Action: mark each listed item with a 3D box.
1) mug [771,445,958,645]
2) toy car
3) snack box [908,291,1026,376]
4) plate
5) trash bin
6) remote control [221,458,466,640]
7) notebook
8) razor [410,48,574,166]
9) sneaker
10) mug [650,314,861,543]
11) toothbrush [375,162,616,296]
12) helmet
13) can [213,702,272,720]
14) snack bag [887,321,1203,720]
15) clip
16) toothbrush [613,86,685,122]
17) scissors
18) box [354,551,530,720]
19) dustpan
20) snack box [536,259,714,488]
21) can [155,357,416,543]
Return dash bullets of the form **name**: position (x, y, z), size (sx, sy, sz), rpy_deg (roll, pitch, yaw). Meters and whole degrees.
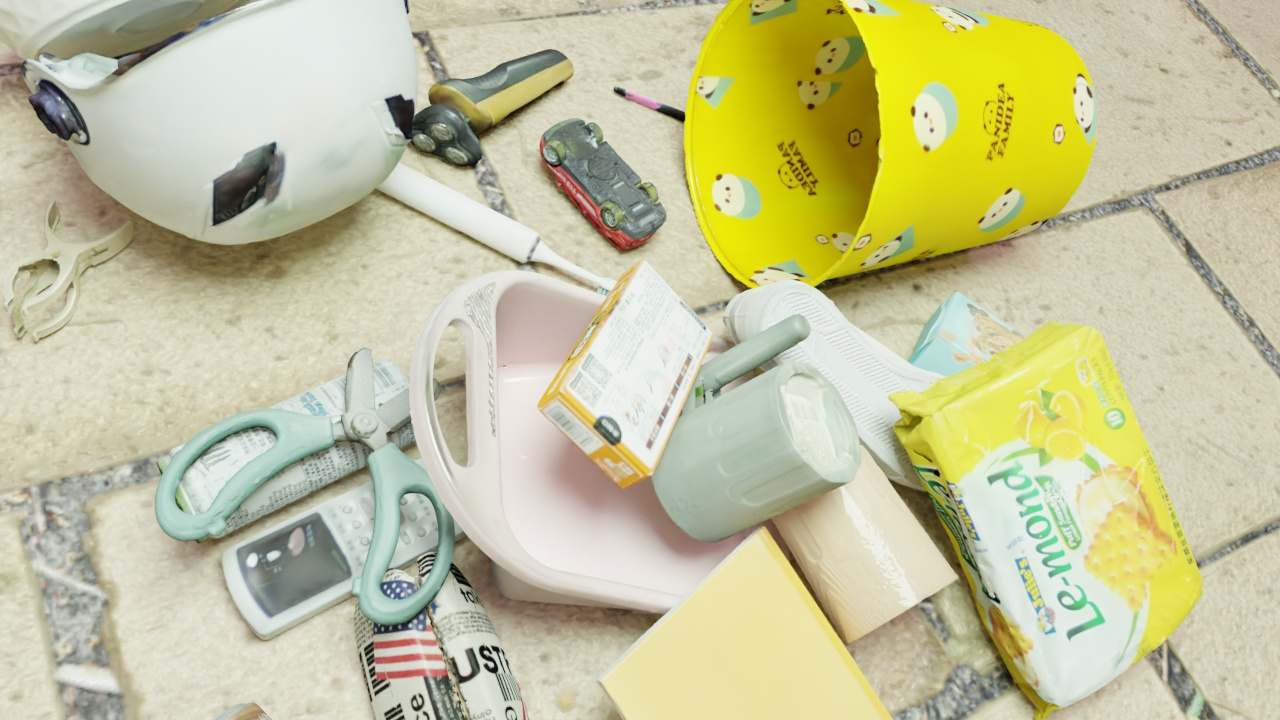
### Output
- **mug**: position (0.154, 0.119, 0.618), size (0.124, 0.084, 0.103), rpy_deg (0, 54, -55)
- **toy car**: position (-0.033, -0.140, 0.731), size (0.052, 0.045, 0.120), rpy_deg (-33, 80, -33)
- **snack box**: position (0.299, 0.025, 0.727), size (0.175, 0.052, 0.074), rpy_deg (35, 42, 5)
- **plate**: position (-0.342, -0.256, 0.631), size (0.204, 0.205, 0.045), rpy_deg (-36, 112, -31)
- **trash bin**: position (0.202, -0.179, 0.732), size (0.254, 0.230, 0.229), rpy_deg (-9, 64, -28)
- **remote control**: position (-0.172, 0.108, 0.556), size (0.149, 0.021, 0.058), rpy_deg (-26, 71, -29)
- **notebook**: position (0.083, 0.223, 0.538), size (0.145, 0.010, 0.206), rpy_deg (-36, 94, -31)
- **razor**: position (-0.115, -0.212, 0.751), size (0.167, 0.062, 0.067), rpy_deg (-42, 109, -38)
- **sneaker**: position (0.160, 0.023, 0.684), size (0.242, 0.091, 0.089), rpy_deg (34, 83, -19)
- **mug**: position (0.069, 0.040, 0.572), size (0.083, 0.104, 0.123), rpy_deg (26, 48, -34)
- **toothbrush**: position (-0.108, -0.098, 0.695), size (0.221, 0.026, 0.026), rpy_deg (27, 35, -1)
- **helmet**: position (-0.242, -0.154, 0.584), size (0.228, 0.146, 0.259), rpy_deg (-36, 33, -31)
- **can**: position (-0.179, 0.231, 0.458), size (0.116, 0.059, 0.058), rpy_deg (41, 57, 8)
- **snack bag**: position (0.282, 0.104, 0.637), size (0.157, 0.068, 0.246), rpy_deg (-26, 93, -18)
- **clip**: position (-0.368, -0.058, 0.588), size (0.066, 0.034, 0.099), rpy_deg (16, 49, -6)
- **toothbrush**: position (0.063, -0.206, 0.821), size (0.189, 0.014, 0.017), rpy_deg (20, 69, -4)
- **scissors**: position (-0.162, 0.076, 0.510), size (0.169, 0.019, 0.181), rpy_deg (-33, 73, -34)
- **box**: position (-0.114, 0.191, 0.508), size (0.087, 0.076, 0.163), rpy_deg (-23, 70, -4)
- **dustpan**: position (-0.006, 0.051, 0.572), size (0.273, 0.139, 0.222), rpy_deg (0, 60, -17)
- **snack box**: position (-0.003, 0.003, 0.579), size (0.075, 0.026, 0.153), rpy_deg (46, 38, -14)
- **can**: position (-0.207, 0.052, 0.556), size (0.146, 0.058, 0.058), rpy_deg (-27, 71, -28)
